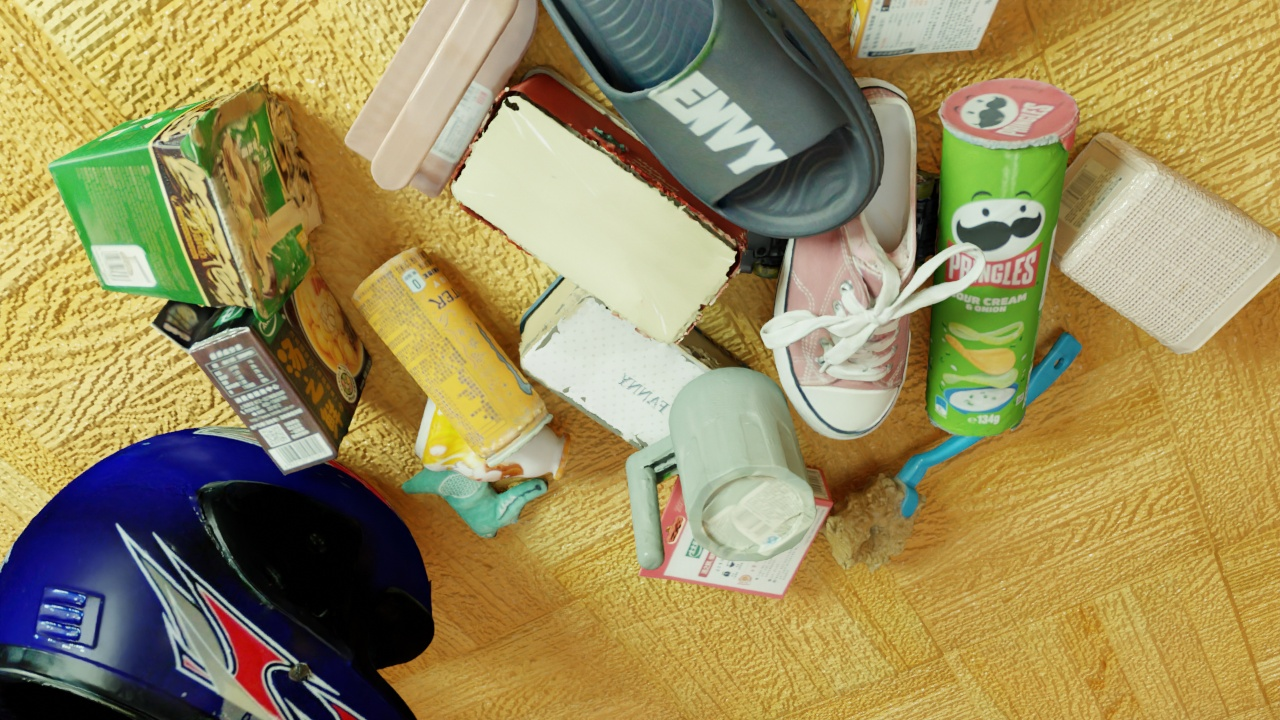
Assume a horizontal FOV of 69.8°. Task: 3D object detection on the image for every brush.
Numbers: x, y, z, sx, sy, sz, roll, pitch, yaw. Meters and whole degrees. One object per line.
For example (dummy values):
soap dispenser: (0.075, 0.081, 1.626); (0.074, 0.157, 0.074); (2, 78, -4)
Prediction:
brush: (0.235, 0.075, 0.705); (0.083, 0.045, 0.255); (28, 115, -36)
brush: (-0.107, -0.164, 0.521); (0.063, 0.073, 0.146); (31, 115, -19)

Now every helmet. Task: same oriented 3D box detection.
helmet: (-0.263, 0.186, 0.639); (0.315, 0.239, 0.248); (40, 132, -15)

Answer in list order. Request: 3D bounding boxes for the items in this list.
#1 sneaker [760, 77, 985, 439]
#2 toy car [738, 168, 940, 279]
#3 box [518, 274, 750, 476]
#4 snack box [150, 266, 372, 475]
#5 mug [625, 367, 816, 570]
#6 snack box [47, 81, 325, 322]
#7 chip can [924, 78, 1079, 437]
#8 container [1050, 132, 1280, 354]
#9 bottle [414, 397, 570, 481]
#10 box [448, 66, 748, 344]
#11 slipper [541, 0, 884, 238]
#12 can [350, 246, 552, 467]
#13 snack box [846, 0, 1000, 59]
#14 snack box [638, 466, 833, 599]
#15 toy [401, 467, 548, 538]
sneaker: (0.130, -0.041, 0.550); (0.118, 0.087, 0.241); (-2, 123, 0)
toy car: (0.125, -0.090, 0.593); (0.158, 0.042, 0.070); (0, 123, -4)
box: (-0.004, 0.004, 0.644); (0.184, 0.059, 0.090); (38, 113, -21)
snack box: (-0.235, -0.009, 0.592); (0.053, 0.113, 0.126); (-18, 122, 8)
mug: (0.047, 0.076, 0.596); (0.124, 0.103, 0.084); (-30, 119, 14)
snack box: (-0.265, -0.093, 0.539); (0.106, 0.117, 0.118); (-4, 121, 6)
chip can: (0.220, -0.052, 0.577); (0.072, 0.072, 0.236); (-9, 132, 4)
container: (0.319, -0.077, 0.582); (0.111, 0.089, 0.090); (27, 118, -15)
bottle: (-0.107, 0.058, 0.671); (0.108, 0.063, 0.063); (14, 121, -11)
box: (-0.024, -0.087, 0.548); (0.168, 0.080, 0.092); (34, 120, -7)
slipper: (0.010, -0.160, 0.463); (0.111, 0.083, 0.268); (-33, 102, 38)
can: (-0.124, -0.002, 0.607); (0.058, 0.058, 0.146); (-35, 97, 19)
snack box: (0.158, -0.217, 0.473); (0.075, 0.026, 0.154); (-5, 158, 0)
snack box: (0.072, 0.130, 0.735); (0.127, 0.044, 0.113); (12, 123, -11)
toy: (-0.125, 0.104, 0.723); (0.096, 0.030, 0.092); (-26, 125, 6)
